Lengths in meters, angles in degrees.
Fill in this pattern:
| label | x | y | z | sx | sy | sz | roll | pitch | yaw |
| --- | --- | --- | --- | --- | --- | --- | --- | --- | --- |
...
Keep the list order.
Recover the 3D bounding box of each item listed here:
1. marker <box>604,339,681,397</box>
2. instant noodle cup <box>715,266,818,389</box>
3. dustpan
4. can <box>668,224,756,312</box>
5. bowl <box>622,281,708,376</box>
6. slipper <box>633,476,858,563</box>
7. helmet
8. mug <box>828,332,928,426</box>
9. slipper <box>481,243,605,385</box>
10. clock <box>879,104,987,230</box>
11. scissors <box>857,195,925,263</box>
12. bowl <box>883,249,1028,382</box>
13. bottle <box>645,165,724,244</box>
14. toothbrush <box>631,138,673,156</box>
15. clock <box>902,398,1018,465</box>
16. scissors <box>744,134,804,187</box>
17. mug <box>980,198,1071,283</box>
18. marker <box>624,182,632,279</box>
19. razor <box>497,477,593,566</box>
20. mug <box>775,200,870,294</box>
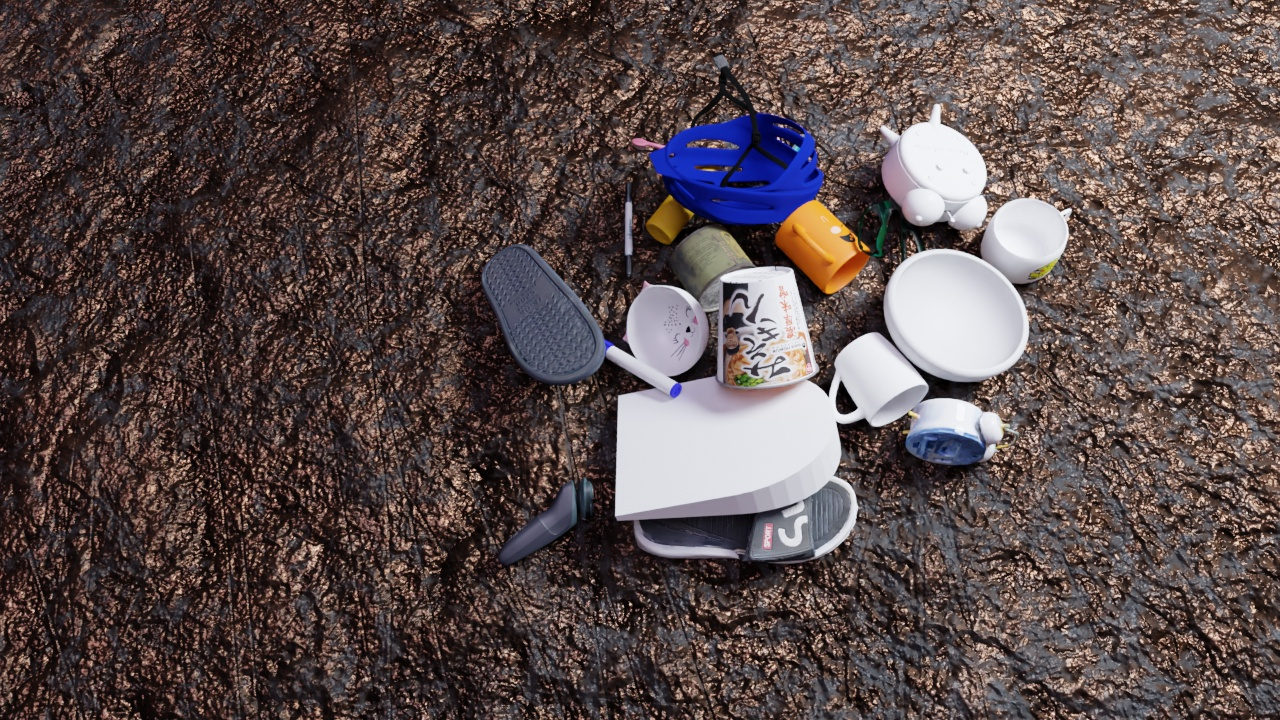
| label | x | y | z | sx | sy | sz | roll | pitch | yaw |
| --- | --- | --- | --- | --- | --- | --- | --- | --- | --- |
| marker | -0.007 | 0.007 | 1.162 | 0.141 | 0.020 | 0.020 | 30 | 73 | 32 |
| instant noodle cup | 0.144 | -0.043 | 1.088 | 0.124 | 0.123 | 0.122 | -7 | 105 | 4 |
| dustpan | 0.103 | 0.102 | 1.087 | 0.258 | 0.053 | 0.191 | -12 | 41 | 11 |
| can | 0.093 | -0.119 | 1.182 | 0.090 | 0.090 | 0.074 | -30 | 67 | -6 |
| bowl | 0.042 | -0.040 | 1.160 | 0.115 | 0.050 | 0.115 | 8 | 104 | 38 |
| slipper | 0.120 | 0.181 | 1.070 | 0.264 | 0.063 | 0.111 | -1 | 67 | 9 |
| helmet | 0.134 | -0.274 | 1.147 | 0.241 | 0.228 | 0.147 | -7 | 49 | -14 |
| mug | 0.272 | 0.029 | 1.103 | 0.114 | 0.081 | 0.087 | -28 | 61 | -5 |
| slipper | -0.124 | -0.049 | 1.195 | 0.110 | 0.083 | 0.268 | -38 | 50 | 0 |
| clock | 0.384 | -0.246 | 1.185 | 0.125 | 0.073 | 0.160 | 3 | 62 | -17 |
| scissors | 0.348 | -0.177 | 1.201 | 0.137 | 0.015 | 0.209 | 39 | 52 | -13 |
| bowl | 0.375 | -0.046 | 1.119 | 0.176 | 0.066 | 0.176 | 4 | 62 | -8 |
| bottle | 0.066 | -0.226 | 1.255 | 0.043 | 0.043 | 0.143 | 33 | 75 | 18 |
| toothbrush | 0.053 | -0.297 | 1.304 | 0.135 | 0.016 | 0.021 | 13 | 70 | 10 |
| clock | 0.370 | 0.086 | 1.063 | 0.125 | 0.089 | 0.051 | 9 | 62 | 12 |
| scissors | 0.179 | -0.268 | 1.272 | 0.126 | 0.019 | 0.154 | -19 | 68 | 1 |
| mug | 0.491 | -0.154 | 1.157 | 0.115 | 0.068 | 0.094 | -29 | 67 | -5 |
| marker | -0.016 | -0.180 | 1.265 | 0.011 | 0.011 | 0.152 | -3 | 67 | 6 |
| razor | -0.113 | 0.196 | 1.105 | 0.143 | 0.047 | 0.052 | -36 | 92 | -5 |
| mug | 0.225 | -0.146 | 1.166 | 0.078 | 0.112 | 0.096 | -48 | 67 | 19 |
